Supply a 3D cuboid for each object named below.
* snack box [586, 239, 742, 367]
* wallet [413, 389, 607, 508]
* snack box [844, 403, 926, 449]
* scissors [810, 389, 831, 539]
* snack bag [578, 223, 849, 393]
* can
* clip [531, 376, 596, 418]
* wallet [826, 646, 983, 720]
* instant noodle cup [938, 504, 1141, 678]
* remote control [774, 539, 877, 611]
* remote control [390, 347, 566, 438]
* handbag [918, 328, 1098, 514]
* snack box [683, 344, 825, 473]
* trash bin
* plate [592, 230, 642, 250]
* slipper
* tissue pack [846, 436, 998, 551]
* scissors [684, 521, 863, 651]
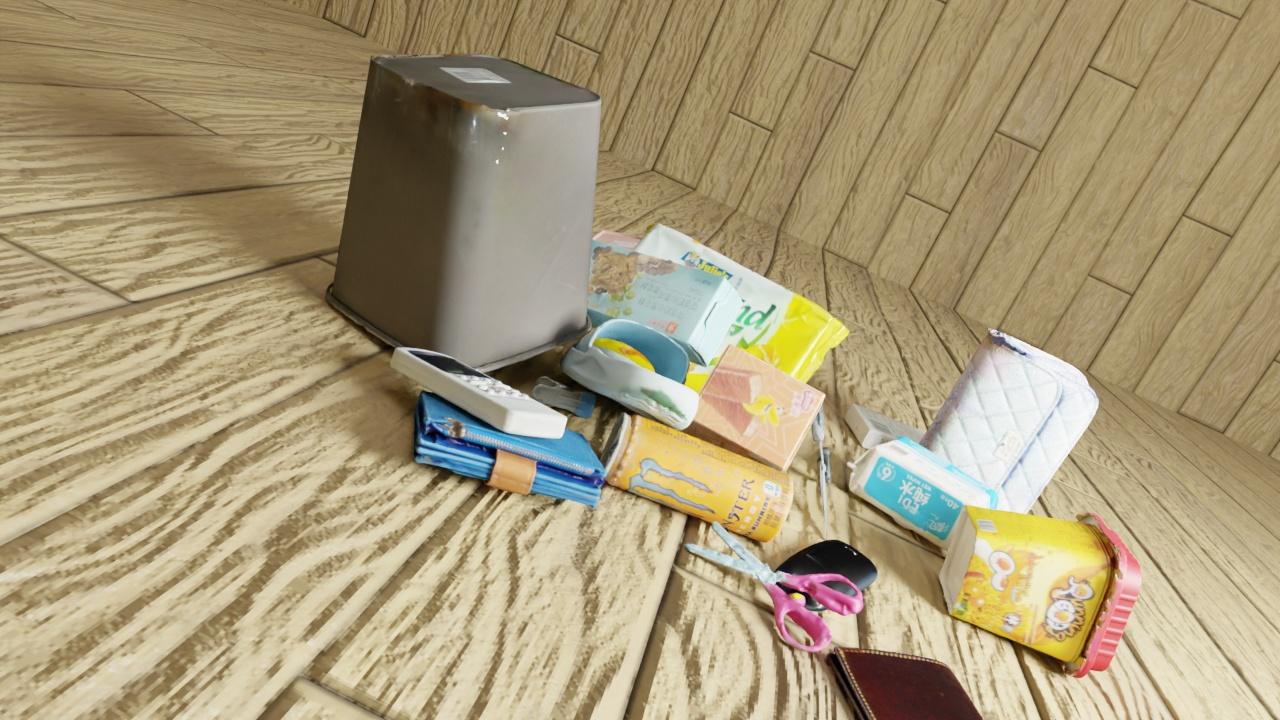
[{"bbox_3d":[0.006,-0.058,0.888,0.175,0.074,0.051,20,-18,36],"label":"snack box"},{"bbox_3d":[-0.096,0.061,0.655,0.133,0.040,0.106,17,10,-18],"label":"wallet"},{"bbox_3d":[0.333,0.103,1.124,0.156,0.027,0.084,21,17,-10],"label":"snack box"},{"bbox_3d":[0.170,0.097,0.857,0.014,0.159,0.173,-8,-22,12],"label":"scissors"},{"bbox_3d":[0.068,-0.025,0.951,0.246,0.158,0.068,31,-6,18],"label":"snack bag"},{"bbox_3d":[0.043,0.091,0.717,0.146,0.058,0.058,22,17,-8],"label":"can"},{"bbox_3d":[-0.068,0.032,0.806,0.057,0.024,0.029,17,17,-4],"label":"clip"},{"bbox_3d":[0.177,0.227,0.563,0.096,0.020,0.122,14,20,-15],"label":"wallet"},{"bbox_3d":[0.323,0.181,0.759,0.124,0.116,0.116,14,15,7],"label":"instant noodle cup"},{"bbox_3d":[0.147,0.161,0.708,0.053,0.024,0.136,33,20,29],"label":"remote control"},{"bbox_3d":[-0.120,0.021,0.669,0.150,0.021,0.058,24,7,39],"label":"remote control"},{"bbox_3d":[0.389,0.077,0.993,0.134,0.194,0.075,26,20,7],"label":"handbag"},{"bbox_3d":[0.097,0.053,0.804,0.094,0.077,0.093,28,-18,12],"label":"snack box"},{"bbox_3d":[-0.146,-0.137,0.797,0.199,0.220,0.198,28,32,29],"label":"trash bin"},{"bbox_3d":[-0.073,-0.137,1.093,0.229,0.028,0.229,8,14,-2],"label":"plate"},{"bbox_3d":[-0.005,0.005,0.801,0.104,0.074,0.245,26,-2,-13],"label":"slipper"},{"bbox_3d":[0.279,0.131,0.907,0.140,0.063,0.089,33,21,29],"label":"tissue pack"},{"bbox_3d":[0.098,0.152,0.655,0.105,0.017,0.136,-13,36,-31],"label":"scissors"}]
